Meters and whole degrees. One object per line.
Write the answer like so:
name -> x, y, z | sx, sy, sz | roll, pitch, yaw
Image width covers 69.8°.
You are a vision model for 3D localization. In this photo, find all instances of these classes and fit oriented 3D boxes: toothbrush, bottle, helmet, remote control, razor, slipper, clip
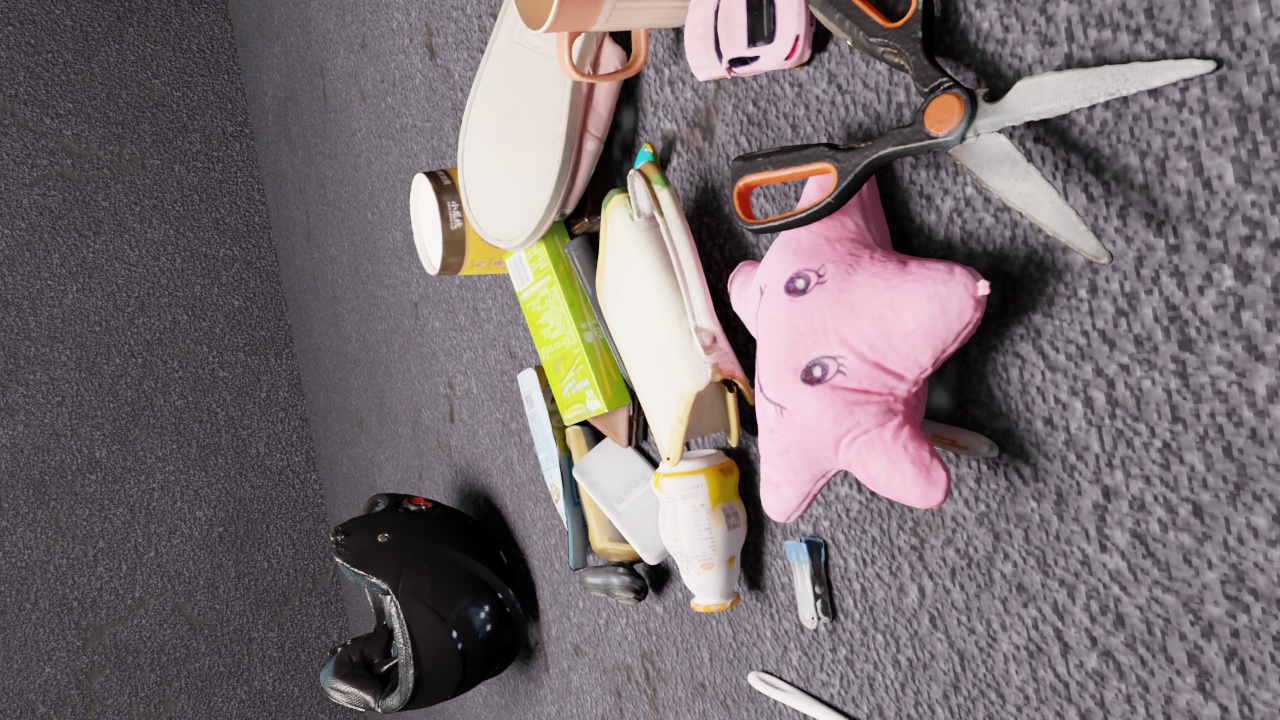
toothbrush -> 0.123, 0.032, 0.518 | 0.191, 0.016, 0.018 | 18, 126, 59
toothbrush -> -0.004, 0.004, 0.703 | 0.027, 0.026, 0.212 | -21, 93, 59
bottle -> 0.044, 0.119, 0.644 | 0.063, 0.063, 0.108 | -6, 94, 62
helmet -> -0.264, 0.283, 1.104 | 0.274, 0.230, 0.234 | -124, 43, -53
remote control -> -0.005, 0.110, 0.746 | 0.136, 0.056, 0.020 | 40, 167, 49
toothbrush -> 0.125, 0.233, 0.589 | 0.180, 0.016, 0.016 | 3, 108, 61
razor -> -0.007, -0.111, 0.692 | 0.043, 0.028, 0.133 | 33, 138, 12
bottle -> -0.064, -0.193, 0.753 | 0.080, 0.044, 0.194 | -28, 74, 57
razor -> -0.035, 0.132, 0.803 | 0.062, 0.067, 0.167 | 74, 178, -63
slipper -> -0.065, -0.215, 0.687 | 0.114, 0.054, 0.275 | 25, 106, 27
clip -> 0.109, 0.141, 0.584 | 0.026, 0.036, 0.058 | -13, 85, 60

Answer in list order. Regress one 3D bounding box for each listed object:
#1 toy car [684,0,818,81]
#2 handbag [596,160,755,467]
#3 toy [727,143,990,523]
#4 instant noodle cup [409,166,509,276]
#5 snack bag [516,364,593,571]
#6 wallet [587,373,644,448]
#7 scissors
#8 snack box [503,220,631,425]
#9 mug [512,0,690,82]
toy car -> 0.058, -0.193, 0.535 | 0.122, 0.037, 0.056 | 20, 115, 60
handbag -> 0.023, -0.038, 0.587 | 0.179, 0.063, 0.163 | 93, 157, -58
toy -> 0.106, -0.018, 0.466 | 0.179, 0.074, 0.194 | -28, 63, 56
instant noodle cup -> -0.144, -0.131, 0.849 | 0.118, 0.114, 0.118 | 32, 128, 55
snack bag -> -0.076, 0.102, 0.868 | 0.110, 0.039, 0.191 | 117, 138, -77
wallet -> -0.028, 0.001, 0.773 | 0.101, 0.032, 0.125 | 33, 129, 50
scissors -> 0.124, -0.110, 0.421 | 0.229, 0.021, 0.220 | -34, 57, 37
snack box -> -0.062, -0.028, 0.750 | 0.086, 0.026, 0.156 | -24, 87, 61
mug -> -0.021, -0.238, 0.589 | 0.082, 0.105, 0.115 | 28, 124, 56
